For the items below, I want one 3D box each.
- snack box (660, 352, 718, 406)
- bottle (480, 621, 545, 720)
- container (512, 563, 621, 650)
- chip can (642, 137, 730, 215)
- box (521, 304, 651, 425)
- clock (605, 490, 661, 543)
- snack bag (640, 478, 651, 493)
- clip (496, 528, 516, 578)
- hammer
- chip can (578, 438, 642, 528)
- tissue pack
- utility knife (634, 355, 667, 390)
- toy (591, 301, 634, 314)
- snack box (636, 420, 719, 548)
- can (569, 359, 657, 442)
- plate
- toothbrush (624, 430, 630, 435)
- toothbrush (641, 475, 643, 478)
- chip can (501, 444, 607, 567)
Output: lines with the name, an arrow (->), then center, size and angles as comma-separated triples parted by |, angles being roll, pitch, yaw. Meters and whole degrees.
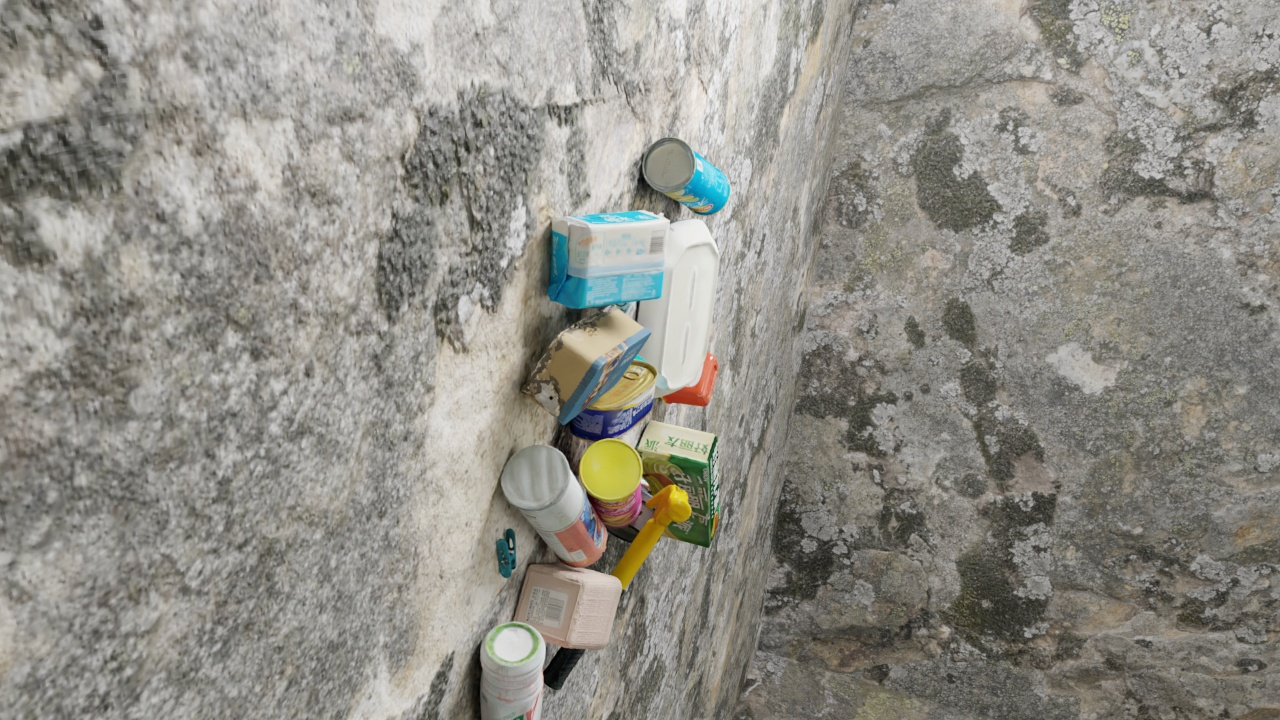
snack box -> 0.075, 0.025, 1.435 | 0.082, 0.080, 0.091 | 56, 48, -67
bottle -> -0.142, 0.375, 1.001 | 0.068, 0.068, 0.197 | -53, 155, -55
container -> -0.088, 0.287, 1.075 | 0.111, 0.090, 0.090 | 41, 62, -67
chip can -> 0.065, -0.243, 1.230 | 0.210, 0.071, 0.071 | -4, 105, -72
box -> -0.052, -0.001, 0.986 | 0.090, 0.061, 0.183 | -55, 171, 25
clock -> -0.011, 0.224, 1.291 | 0.122, 0.082, 0.055 | 76, 35, -54
snack bag -> -0.004, 0.190, 1.324 | 0.026, 0.048, 0.104 | -45, 163, -23
clip -> -0.141, 0.204, 0.967 | 0.042, 0.014, 0.056 | -52, 148, -55
hammer -> -0.032, 0.286, 1.167 | 0.300, 0.033, 0.129 | -56, -175, 0
chip can -> -0.032, 0.154, 1.118 | 0.211, 0.071, 0.071 | 89, 18, -71
tissue pack -> -0.032, -0.106, 0.951 | 0.139, 0.063, 0.090 | -11, 117, -38
utility knife -> -0.007, 0.007, 1.204 | 0.215, 0.013, 0.029 | 35, 75, -59
toy -> -0.024, -0.107, 1.063 | 0.156, 0.050, 0.161 | 87, 27, -50
snack box -> 0.063, 0.200, 1.460 | 0.240, 0.114, 0.063 | 85, 23, -47
can -> -0.031, 0.047, 1.103 | 0.147, 0.075, 0.049 | -37, 139, -56
plate -> 0.058, -0.067, 1.298 | 0.161, 0.034, 0.266 | -17, 121, -48
toothbrush -> -0.044, 0.112, 1.220 | 0.180, 0.016, 0.018 | -35, 144, -67
toothbrush -> -0.019, 0.160, 1.329 | 0.029, 0.020, 0.189 | -45, 160, -2
chip can -> -0.089, 0.167, 1.010 | 0.215, 0.071, 0.071 | 72, 34, -60
